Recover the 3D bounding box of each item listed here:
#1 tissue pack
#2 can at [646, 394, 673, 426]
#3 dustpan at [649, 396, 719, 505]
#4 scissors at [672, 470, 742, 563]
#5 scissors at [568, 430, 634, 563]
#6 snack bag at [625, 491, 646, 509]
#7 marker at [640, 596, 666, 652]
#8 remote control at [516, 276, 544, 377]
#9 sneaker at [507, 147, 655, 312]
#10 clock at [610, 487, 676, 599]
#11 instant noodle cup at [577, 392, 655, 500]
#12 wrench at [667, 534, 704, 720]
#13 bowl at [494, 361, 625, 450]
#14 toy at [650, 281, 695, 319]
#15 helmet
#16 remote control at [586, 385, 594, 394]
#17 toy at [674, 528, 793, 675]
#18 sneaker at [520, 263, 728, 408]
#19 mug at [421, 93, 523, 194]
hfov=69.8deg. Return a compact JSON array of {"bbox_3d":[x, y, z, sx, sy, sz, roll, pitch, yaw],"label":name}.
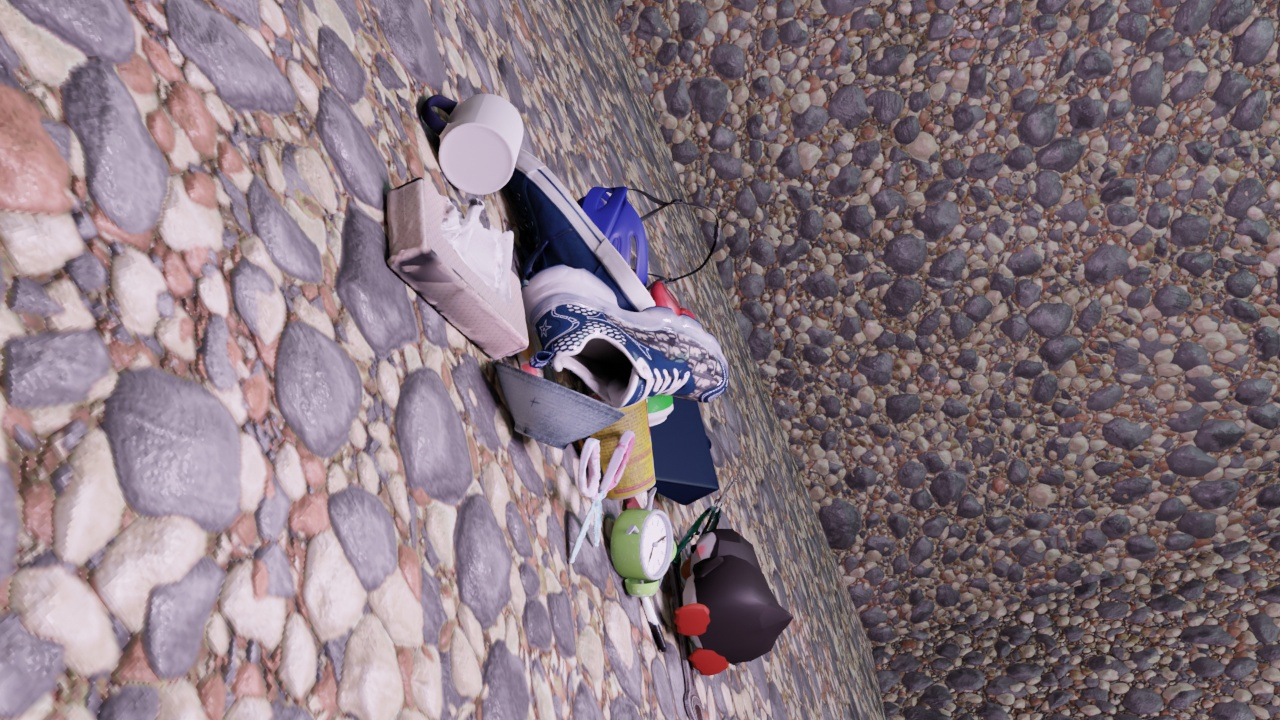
[{"bbox_3d":[-0.160,-0.088,0.850,0.181,0.071,0.103,47,27,-52],"label":"tissue pack"},{"bbox_3d":[-0.007,0.007,1.136,0.087,0.088,0.140,-63,149,-73],"label":"can"},{"bbox_3d":[0.036,0.088,1.321,0.272,0.080,0.236,15,52,-43],"label":"dustpan"},{"bbox_3d":[0.089,0.241,1.303,0.201,0.015,0.206,-45,157,-38],"label":"scissors"},{"bbox_3d":[-0.042,0.127,0.944,0.177,0.013,0.170,85,26,-52],"label":"scissors"},{"bbox_3d":[-0.006,0.164,1.215,0.157,0.013,0.057,-89,158,-58],"label":"snack bag"},{"bbox_3d":[0.002,0.273,1.085,0.011,0.011,0.152,-19,88,-77],"label":"marker"},{"bbox_3d":[-0.131,-0.036,0.993,0.038,0.018,0.125,10,63,-75],"label":"remote control"},{"bbox_3d":[-0.113,-0.138,1.099,0.294,0.127,0.121,54,1,24],"label":"sneaker"},{"bbox_3d":[0.005,0.216,1.057,0.094,0.043,0.119,-51,131,-48],"label":"clock"},{"bbox_3d":[-0.028,0.097,1.068,0.100,0.100,0.112,-65,141,-72],"label":"instant noodle cup"},{"bbox_3d":[0.054,0.341,1.201,0.070,0.010,0.272,57,18,-45],"label":"wrench"},{"bbox_3d":[-0.088,0.052,0.898,0.057,0.137,0.137,-68,160,-4],"label":"bowl"},{"bbox_3d":[0.000,-0.033,1.199,0.124,0.131,0.096,40,24,-49],"label":"toy"},{"bbox_3d":[-0.002,-0.153,1.250,0.241,0.227,0.148,-90,-177,-54],"label":"helmet"},{"bbox_3d":[-0.044,0.037,1.241,0.150,0.019,0.074,-75,143,-68],"label":"remote control"},{"bbox_3d":[0.121,0.293,1.201,0.183,0.140,0.159,-88,159,-62],"label":"toy"},{"bbox_3d":[-0.009,0.006,0.984,0.269,0.103,0.132,25,38,-31],"label":"sneaker"},{"bbox_3d":[-0.183,-0.243,0.985,0.112,0.079,0.096,33,28,-20],"label":"mug"}]
